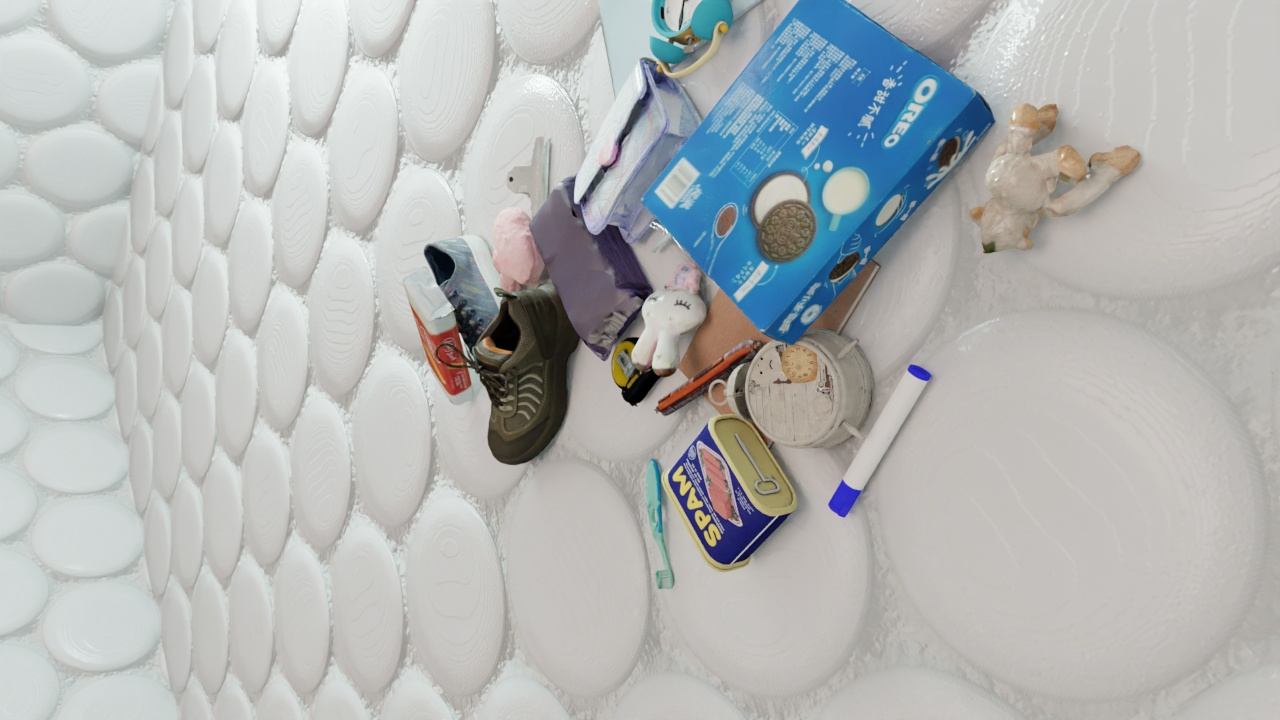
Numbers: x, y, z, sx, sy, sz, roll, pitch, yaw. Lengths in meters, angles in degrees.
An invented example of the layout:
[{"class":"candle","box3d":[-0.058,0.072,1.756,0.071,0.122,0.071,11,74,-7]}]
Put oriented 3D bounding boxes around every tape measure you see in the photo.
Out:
[{"class":"tape measure","box3d":[-0.006,0.006,0.972,0.062,0.034,0.061,-54,49,32]}]

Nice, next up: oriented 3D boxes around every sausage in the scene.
[{"class":"sausage","box3d":[0.063,0.019,0.889,0.156,0.020,0.020,-38,62,42]}]

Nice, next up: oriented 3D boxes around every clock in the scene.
[{"class":"clock","box3d":[0.048,-0.343,0.901,0.099,0.043,0.129,-15,72,48]},{"class":"clock","box3d":[0.121,0.027,0.790,0.157,0.061,0.103,-3,91,40]}]

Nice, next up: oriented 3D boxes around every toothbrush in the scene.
[{"class":"toothbrush","box3d":[0.017,0.170,0.953,0.022,0.017,0.135,-19,75,51]}]

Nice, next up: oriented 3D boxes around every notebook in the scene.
[{"class":"notebook","box3d":[0.119,-0.036,0.849,0.141,0.008,0.210,49,124,38]},{"class":"notebook","box3d":[0.040,-0.402,0.949,0.254,0.009,0.181,-22,73,47]}]

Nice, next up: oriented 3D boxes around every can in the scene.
[{"class":"can","box3d":[0.081,0.119,0.843,0.116,0.056,0.092,60,136,29]}]

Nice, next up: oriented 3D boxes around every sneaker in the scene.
[{"class":"sneaker","box3d":[-0.218,-0.070,1.184,0.088,0.079,0.235,-46,56,38]},{"class":"sneaker","box3d":[-0.158,0.020,1.064,0.101,0.142,0.238,35,115,43]}]

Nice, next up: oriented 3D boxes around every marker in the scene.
[{"class":"marker","box3d":[0.194,0.068,0.750,0.020,0.020,0.142,46,122,40]}]

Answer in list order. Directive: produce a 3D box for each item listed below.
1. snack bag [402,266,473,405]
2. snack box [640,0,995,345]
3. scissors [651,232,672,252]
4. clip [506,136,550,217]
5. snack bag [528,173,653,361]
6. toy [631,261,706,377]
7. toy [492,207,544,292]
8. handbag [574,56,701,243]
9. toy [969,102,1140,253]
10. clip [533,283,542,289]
[{"class":"snack bag","box3d":[-0.253,-0.024,1.163,0.077,0.041,0.226,53,162,22]},{"class":"snack box","box3d":[0.134,-0.163,0.756,0.239,0.056,0.195,-49,53,16]},{"class":"scissors","box3d":[0.067,-0.157,0.907,0.171,0.023,0.173,55,130,38]},{"class":"clip","box3d":[-0.140,-0.223,1.133,0.056,0.045,0.101,3,91,36]},{"class":"snack bag","box3d":[-0.060,-0.108,1.019,0.097,0.058,0.205,-49,54,35]},{"class":"toy","box3d":[0.029,-0.042,0.915,0.079,0.038,0.122,9,75,51]},{"class":"toy","box3d":[-0.157,-0.130,1.141,0.105,0.053,0.108,-51,55,50]},{"class":"handbag","box3d":[-0.012,-0.218,0.958,0.159,0.069,0.126,-53,43,37]},{"class":"toy","box3d":[0.275,-0.116,0.637,0.085,0.074,0.106,41,124,27]},{"class":"clip","box3d":[-0.131,-0.069,1.127,0.059,0.026,0.052,-14,77,47]}]
